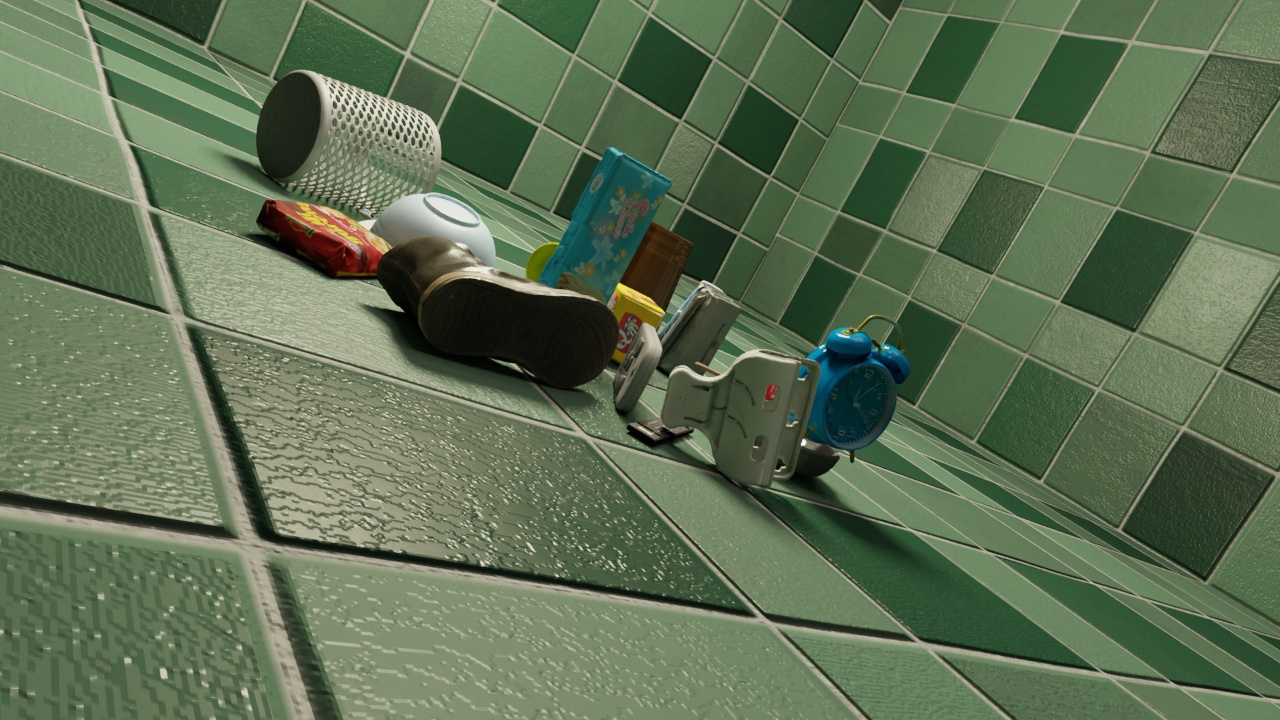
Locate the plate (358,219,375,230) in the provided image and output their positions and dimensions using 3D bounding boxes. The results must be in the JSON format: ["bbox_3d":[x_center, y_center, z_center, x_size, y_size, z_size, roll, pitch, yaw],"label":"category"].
[{"bbox_3d":[-0.274,-0.140,1.095,0.134,0.011,0.134,23,20,-9],"label":"plate"}]

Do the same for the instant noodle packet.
[{"bbox_3d":[-0.301,-0.118,0.893,0.098,0.040,0.135,35,9,4],"label":"instant noodle packet"}]

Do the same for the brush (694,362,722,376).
[{"bbox_3d":[0.130,0.028,1.149,0.135,0.015,0.050,26,4,-11],"label":"brush"}]

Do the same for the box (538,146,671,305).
[{"bbox_3d":[-0.044,-0.126,1.087,0.084,0.227,0.171,30,10,11],"label":"box"}]

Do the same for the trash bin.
[{"bbox_3d":[-0.385,-0.282,1.206,0.156,0.156,0.183,34,13,33],"label":"trash bin"}]

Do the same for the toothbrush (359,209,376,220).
[{"bbox_3d":[-0.276,-0.142,1.151,0.185,0.024,0.022,29,-34,7],"label":"toothbrush"}]

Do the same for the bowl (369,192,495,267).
[{"bbox_3d":[-0.224,-0.139,1.027,0.150,0.075,0.150,25,22,-11],"label":"bowl"}]

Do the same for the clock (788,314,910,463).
[{"bbox_3d":[0.227,0.025,0.990,0.116,0.161,0.060,19,9,-30],"label":"clock"}]

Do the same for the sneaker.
[{"bbox_3d":[-0.125,-0.045,0.855,0.234,0.095,0.120,9,20,-44],"label":"sneaker"}]

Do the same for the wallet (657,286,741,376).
[{"bbox_3d":[0.081,-0.037,1.268,0.054,0.132,0.100,36,13,24],"label":"wallet"}]

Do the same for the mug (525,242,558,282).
[{"bbox_3d":[-0.109,-0.125,1.359,0.082,0.082,0.106,31,9,20],"label":"mug"}]

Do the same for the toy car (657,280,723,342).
[{"bbox_3d":[0.076,-0.055,1.375,0.056,0.154,0.054,36,46,-4],"label":"toy car"}]

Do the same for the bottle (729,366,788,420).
[{"bbox_3d":[0.165,0.044,1.069,0.141,0.042,0.042,27,9,-5],"label":"bottle"}]

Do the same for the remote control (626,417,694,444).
[{"bbox_3d":[0.022,0.067,0.897,0.030,0.009,0.140,30,9,16],"label":"remote control"}]

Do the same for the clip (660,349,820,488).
[{"bbox_3d":[0.095,0.050,0.863,0.151,0.126,0.104,11,7,-16],"label":"clip"}]

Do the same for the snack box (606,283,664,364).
[{"bbox_3d":[-0.023,-0.047,1.168,0.061,0.084,0.105,26,9,-15],"label":"snack box"}]

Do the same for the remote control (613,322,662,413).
[{"bbox_3d":[-0.006,0.006,0.952,0.019,0.074,0.151,27,9,-7],"label":"remote control"}]

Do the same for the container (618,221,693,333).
[{"bbox_3d":[0.001,-0.132,1.446,0.132,0.167,0.132,27,9,-5],"label":"container"}]

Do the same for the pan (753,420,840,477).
[{"bbox_3d":[0.167,0.082,1.140,0.178,0.041,0.356,30,9,15],"label":"pan"}]
